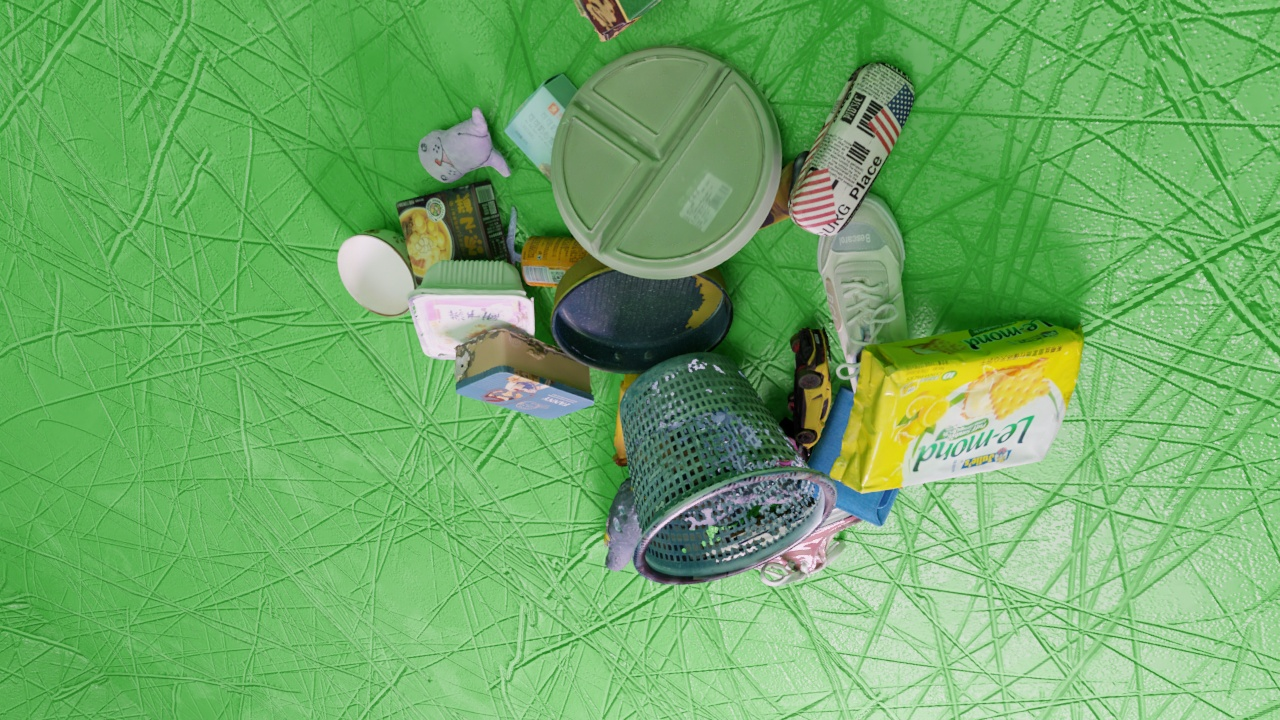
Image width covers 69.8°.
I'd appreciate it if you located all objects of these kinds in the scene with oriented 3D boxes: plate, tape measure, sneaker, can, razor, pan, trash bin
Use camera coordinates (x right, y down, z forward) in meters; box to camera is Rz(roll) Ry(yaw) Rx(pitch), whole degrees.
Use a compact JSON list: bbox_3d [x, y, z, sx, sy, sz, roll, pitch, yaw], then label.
[{"bbox_3d":[0.021,-0.194,0.890,0.230,0.027,0.230,0,91,11],"label":"plate"},{"bbox_3d":[0.175,0.101,1.086,0.057,0.039,0.058,35,124,4],"label":"tape measure"},{"bbox_3d":[0.184,0.228,1.129,0.242,0.118,0.088,-28,86,31],"label":"sneaker"},{"bbox_3d":[-0.060,-0.110,1.037,0.146,0.058,0.058,5,123,18],"label":"can"},{"bbox_3d":[0.227,-0.046,0.930,0.090,0.090,0.242,-4,119,26],"label":"sneaker"},{"bbox_3d":[0.121,-0.153,0.929,0.168,0.067,0.062,-22,128,41],"label":"razor"},{"bbox_3d":[-0.006,0.006,1.057,0.197,0.078,0.358,1,145,-7],"label":"pan"},{"bbox_3d":[0.073,0.107,1.010,0.226,0.195,0.227,-14,145,-10],"label":"trash bin"}]

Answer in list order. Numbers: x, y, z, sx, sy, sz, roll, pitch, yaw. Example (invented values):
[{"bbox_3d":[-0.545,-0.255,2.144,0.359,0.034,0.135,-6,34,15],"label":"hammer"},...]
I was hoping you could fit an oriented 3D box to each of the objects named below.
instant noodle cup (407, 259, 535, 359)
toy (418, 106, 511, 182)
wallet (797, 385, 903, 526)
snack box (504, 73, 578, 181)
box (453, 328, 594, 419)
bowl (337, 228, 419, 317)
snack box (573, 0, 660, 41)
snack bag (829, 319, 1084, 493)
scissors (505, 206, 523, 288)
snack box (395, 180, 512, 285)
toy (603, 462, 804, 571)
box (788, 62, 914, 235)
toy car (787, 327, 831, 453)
[{"bbox_3d":[-0.192,-0.060,1.068,0.138,0.060,0.174,0,155,-5],"label":"instant noodle cup"},{"bbox_3d":[-0.203,-0.235,1.037,0.108,0.038,0.084,-11,121,29],"label":"toy"},{"bbox_3d":[0.249,0.108,1.027,0.106,0.040,0.133,24,103,13],"label":"wallet"},{"bbox_3d":[-0.056,-0.212,0.975,0.175,0.051,0.074,46,129,-9],"label":"snack box"},{"bbox_3d":[-0.135,0.021,1.111,0.090,0.062,0.184,-22,151,35],"label":"box"},{"bbox_3d":[-0.315,-0.117,1.153,0.113,0.062,0.114,12,124,18],"label":"bowl"},{"bbox_3d":[-0.009,-0.368,0.821,0.106,0.118,0.117,-22,111,21],"label":"snack box"},{"bbox_3d":[0.312,0.039,0.904,0.246,0.068,0.158,-8,126,-14],"label":"snack bag"},{"bbox_3d":[-0.163,-0.126,1.107,0.133,0.017,0.134,19,123,13],"label":"scissors"},{"bbox_3d":[-0.216,-0.140,1.087,0.113,0.053,0.126,-8,102,25],"label":"snack box"},{"bbox_3d":[0.045,0.189,1.174,0.357,0.091,0.138,-28,119,38],"label":"toy"},{"bbox_3d":[0.191,-0.193,0.847,0.072,0.060,0.164,21,104,-39],"label":"box"},{"bbox_3d":[0.185,0.032,1.003,0.041,0.071,0.156,-2,131,1],"label":"toy car"}]
